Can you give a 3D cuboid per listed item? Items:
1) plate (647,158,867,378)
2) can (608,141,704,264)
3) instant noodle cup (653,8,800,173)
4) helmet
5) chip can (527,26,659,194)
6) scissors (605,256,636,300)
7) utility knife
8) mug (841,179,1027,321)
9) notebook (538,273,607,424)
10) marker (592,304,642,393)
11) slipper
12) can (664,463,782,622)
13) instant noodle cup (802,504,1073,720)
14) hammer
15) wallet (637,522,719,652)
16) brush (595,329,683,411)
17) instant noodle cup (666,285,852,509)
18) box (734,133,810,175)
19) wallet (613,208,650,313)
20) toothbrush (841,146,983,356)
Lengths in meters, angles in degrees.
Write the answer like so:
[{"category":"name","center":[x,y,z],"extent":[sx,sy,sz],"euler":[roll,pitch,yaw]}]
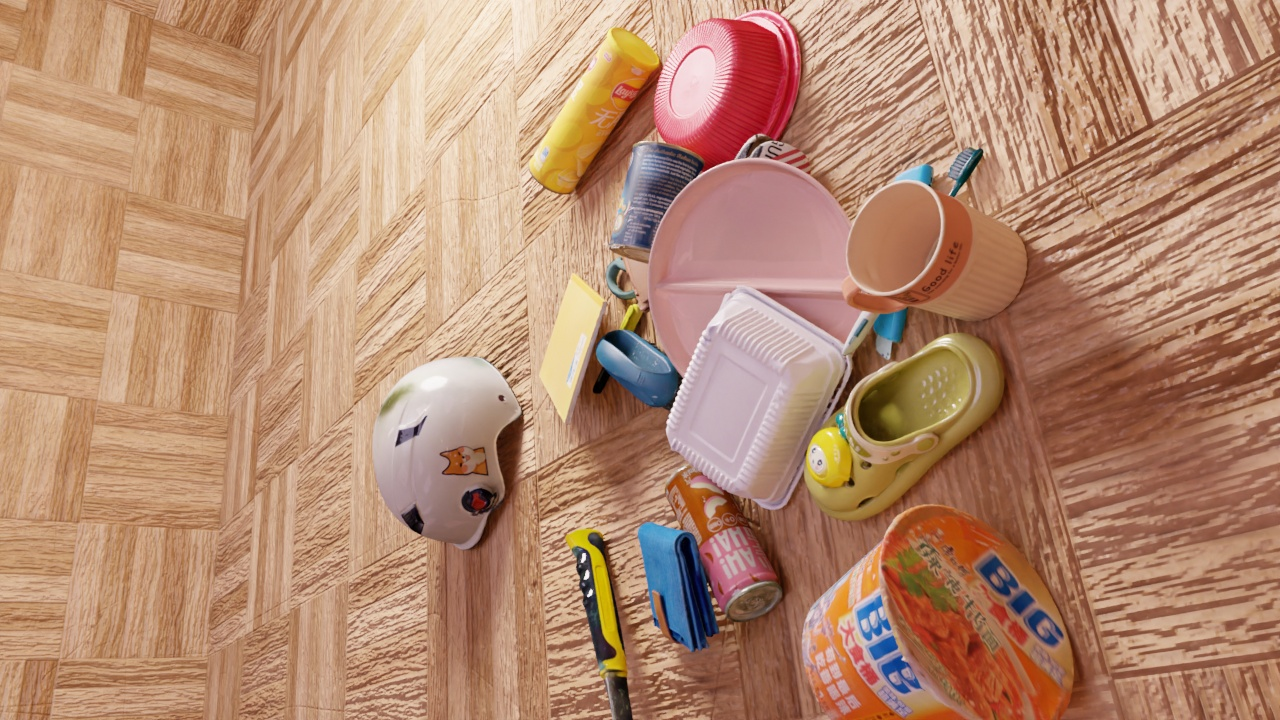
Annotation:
[{"category":"plate","center":[0.103,-0.065,0.827],"extent":[0.230,0.028,0.229],"euler":[9,104,39]},{"category":"can","center":[0.016,-0.155,0.928],"extent":[0.075,0.075,0.111],"euler":[8,83,55]},{"category":"instant noodle cup","center":[0.077,-0.279,0.955],"extent":[0.194,0.065,0.193],"euler":[-19,66,50]},{"category":"helmet","center":[-0.289,0.122,1.271],"extent":[0.230,0.156,0.274],"euler":[26,102,54]},{"category":"chip can","center":[-0.062,-0.309,1.152],"extent":[0.214,0.072,0.072],"euler":[-49,44,36]},{"category":"scissors","center":[0.010,-0.104,1.036],"extent":[0.185,0.019,0.130],"euler":[35,107,54]},{"category":"utility knife","center":[0.212,-0.080,0.750],"extent":[0.034,0.018,0.159],"euler":[9,89,54]},{"category":"mug","center":[0.207,-0.069,0.676],"extent":[0.115,0.105,0.081],"euler":[-39,50,42]},{"category":"notebook","center":[-0.084,-0.021,1.097],"extent":[0.206,0.010,0.146],"euler":[-136,63,-71]},{"category":"marker","center":[-0.029,-0.012,1.068],"extent":[0.124,0.015,0.018],"euler":[-63,35,23]},{"category":"slipper","center":[0.184,0.046,0.701],"extent":[0.191,0.081,0.091],"euler":[-47,43,33]},{"category":"can","center":[0.073,0.162,0.839],"extent":[0.058,0.057,0.147],"euler":[-56,41,28]},{"category":"instant noodle cup","center":[0.186,0.187,0.607],"extent":[0.112,0.151,0.151],"euler":[-53,42,44]},{"category":"hammer","center":[-0.027,0.300,0.915],"extent":[0.322,0.126,0.032],"euler":[-107,36,-49]},{"category":"wallet","center":[0.030,0.207,0.855],"extent":[0.133,0.040,0.106],"euler":[158,102,-75]},{"category":"brush","center":[-0.006,0.006,0.981],"extent":[0.144,0.073,0.055],"euler":[39,106,53]},{"category":"instant noodle cup","center":[0.090,0.038,0.801],"extent":[0.138,0.060,0.174],"euler":[36,120,30]},{"category":"box","center":[0.108,-0.131,0.881],"extent":[0.087,0.076,0.163],"euler":[33,107,30]},{"category":"wallet","center":[0.019,-0.132,0.993],"extent":[0.108,0.031,0.131],"euler":[-38,53,32]},{"category":"toothbrush","center":[0.212,-0.085,0.729],"extent":[0.018,0.016,0.192],"euler":[39,104,33]}]
